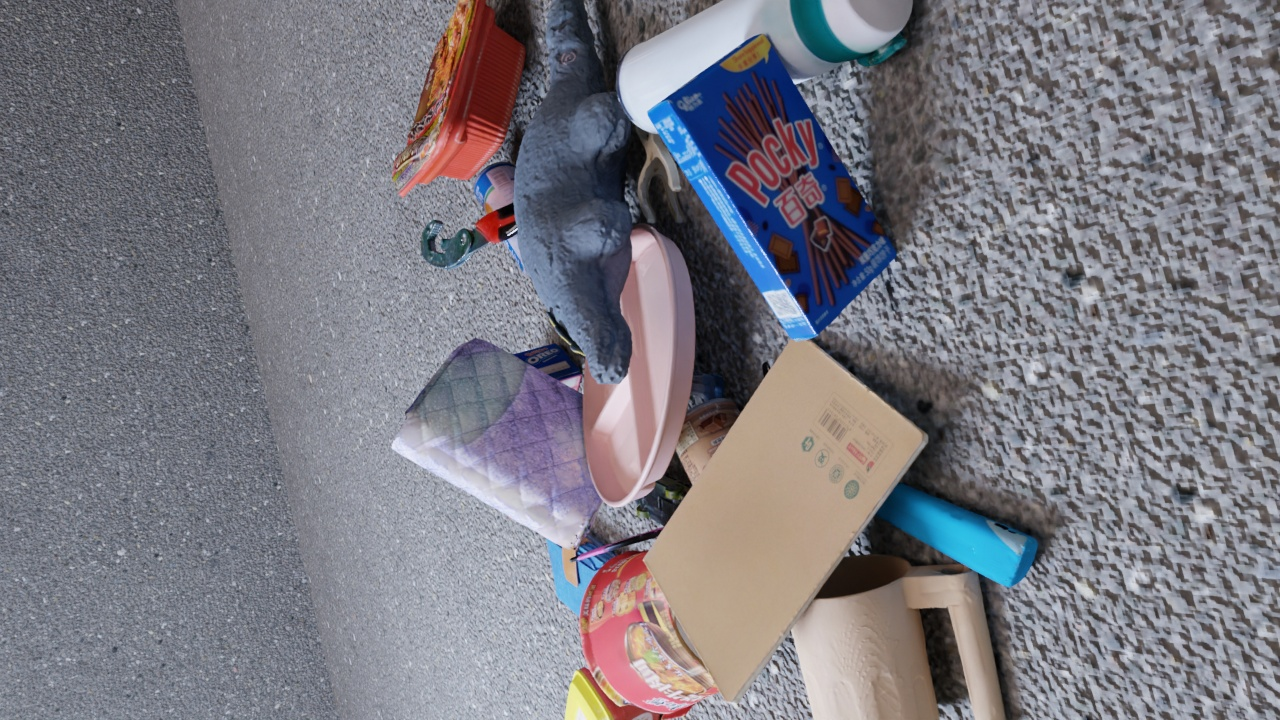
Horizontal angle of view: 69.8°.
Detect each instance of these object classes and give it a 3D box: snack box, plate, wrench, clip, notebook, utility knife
[{"bbox_3d":[-0.115,0.078,0.988,0.057,0.058,0.208,49,139,34],"label":"snack box"},{"bbox_3d":[-0.004,0.004,0.747,0.230,0.028,0.229,-174,91,-72],"label":"plate"},{"bbox_3d":[-0.121,-0.140,0.872,0.274,0.016,0.056,-15,79,38],"label":"wrench"},{"bbox_3d":[0.044,0.018,0.745,0.057,0.031,0.025,20,120,49],"label":"clip"},{"bbox_3d":[0.083,0.096,0.603,0.208,0.008,0.148,-58,33,13],"label":"notebook"},{"bbox_3d":[0.024,-0.159,0.704,0.093,0.035,0.103,-2,91,62],"label":"clip"},{"bbox_3d":[0.162,0.090,0.581,0.199,0.018,0.034,24,124,57],"label":"utility knife"},{"bbox_3d":[-0.026,0.348,0.917,0.082,0.080,0.091,43,135,42],"label":"snack box"},{"bbox_3d":[0.079,-0.099,0.528,0.157,0.084,0.026,55,153,-13],"label":"snack box"}]

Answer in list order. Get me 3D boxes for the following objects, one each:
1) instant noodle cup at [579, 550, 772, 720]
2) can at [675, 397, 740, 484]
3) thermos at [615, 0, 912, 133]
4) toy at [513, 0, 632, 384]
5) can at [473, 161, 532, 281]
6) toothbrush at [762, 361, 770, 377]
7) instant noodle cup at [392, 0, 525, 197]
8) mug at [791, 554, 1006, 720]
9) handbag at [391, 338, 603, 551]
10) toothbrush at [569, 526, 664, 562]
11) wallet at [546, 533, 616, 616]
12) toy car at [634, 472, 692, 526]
[{"bbox_3d":[0.037,0.202,0.725,0.109,0.137,0.138,-38,68,47],"label":"instant noodle cup"},{"bbox_3d":[0.069,0.090,0.691,0.116,0.058,0.059,64,146,21],"label":"can"},{"bbox_3d":[0.071,-0.198,0.582,0.225,0.073,0.073,1,101,58],"label":"thermos"},{"bbox_3d":[-0.051,-0.132,0.734,0.138,0.091,0.355,131,137,-61],"label":"toy"},{"bbox_3d":[-0.117,-0.138,0.916,0.134,0.053,0.053,56,143,31],"label":"can"},{"bbox_3d":[0.113,0.092,0.660,0.014,0.016,0.189,-20,84,57],"label":"toothbrush"},{"bbox_3d":[-0.176,-0.259,0.909,0.165,0.079,0.188,-18,59,60],"label":"instant noodle cup"},{"bbox_3d":[0.158,0.183,0.576,0.125,0.084,0.103,-12,92,33],"label":"mug"},{"bbox_3d":[-0.113,0.076,0.849,0.194,0.133,0.076,30,138,0],"label":"handbag"},{"bbox_3d":[0.015,0.145,0.763,0.190,0.014,0.018,-24,91,29],"label":"toothbrush"},{"bbox_3d":[-0.056,0.232,0.968,0.133,0.040,0.106,19,121,54],"label":"wallet"},{"bbox_3d":[0.024,0.121,0.798,0.090,0.035,0.042,15,112,53],"label":"toy car"}]
